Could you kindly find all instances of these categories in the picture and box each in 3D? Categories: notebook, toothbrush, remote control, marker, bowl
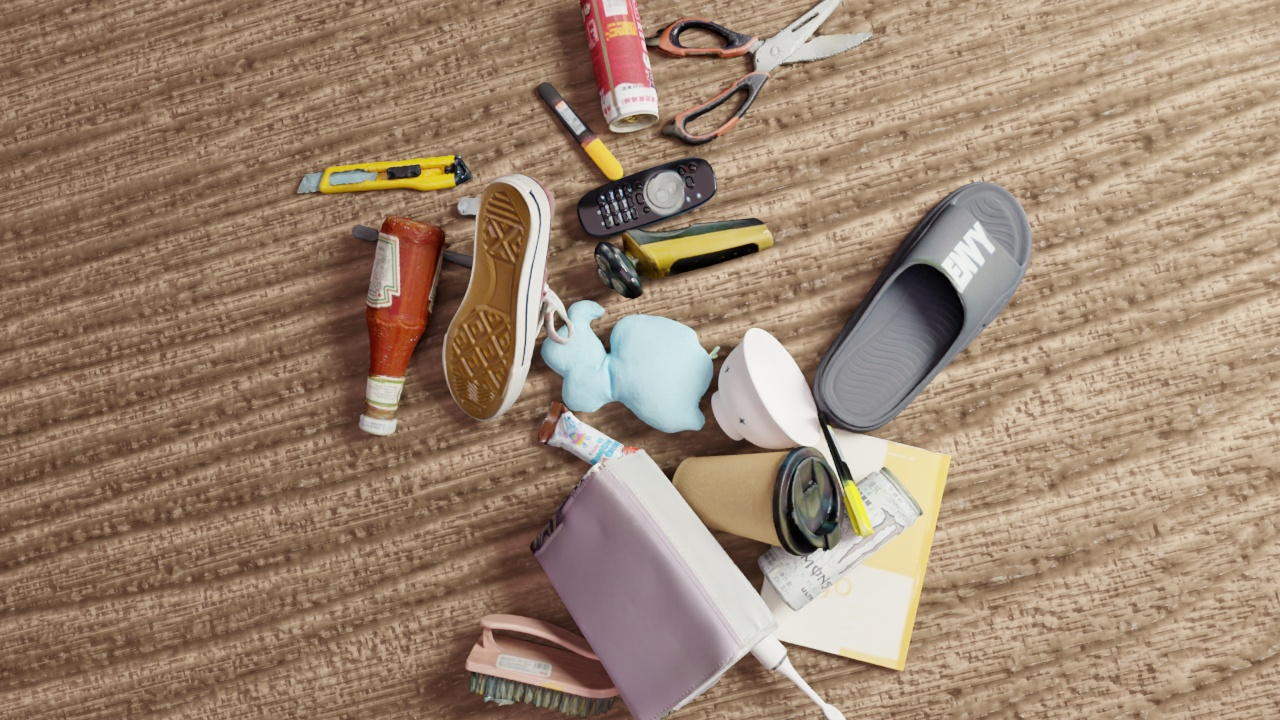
[{"bbox_3d":[0.197,0.172,0.860,0.146,0.010,0.206,14,89,5],"label":"notebook"},{"bbox_3d":[0.105,0.253,0.844,0.221,0.026,0.026,44,68,10],"label":"toothbrush"},{"bbox_3d":[0.006,-0.155,0.880,0.136,0.024,0.053,-18,87,2],"label":"remote control"},{"bbox_3d":[-0.059,-0.223,0.893,0.018,0.015,0.124,-39,83,0],"label":"marker"},{"bbox_3d":[0.178,0.099,0.811,0.015,0.018,0.124,-28,55,19],"label":"marker"},{"bbox_3d":[0.104,0.037,0.834,0.065,0.118,0.118,-30,85,28],"label":"bowl"},{"bbox_3d":[-0.193,-0.103,0.897,0.181,0.018,0.015,16,91,2],"label":"toothbrush"}]

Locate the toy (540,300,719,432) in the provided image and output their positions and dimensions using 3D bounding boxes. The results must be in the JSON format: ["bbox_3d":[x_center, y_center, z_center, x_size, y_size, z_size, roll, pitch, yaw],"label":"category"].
[{"bbox_3d":[-0.005,0.005,0.862,0.156,0.049,0.161,-27,81,12],"label":"toy"}]

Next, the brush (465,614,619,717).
[{"bbox_3d":[-0.084,0.281,0.847,0.145,0.063,0.073,12,98,4],"label":"brush"}]

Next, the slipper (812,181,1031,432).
[{"bbox_3d":[0.264,-0.046,0.829,0.110,0.083,0.268,39,89,3],"label":"slipper"}]

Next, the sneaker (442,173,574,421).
[{"bbox_3d":[-0.115,-0.056,0.843,0.118,0.087,0.241,27,118,24],"label":"sneaker"}]

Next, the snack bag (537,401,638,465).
[{"bbox_3d":[-0.046,0.081,0.872,0.105,0.026,0.045,29,107,5],"label":"snack bag"}]

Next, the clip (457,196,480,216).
[{"bbox_3d":[-0.151,-0.148,0.894,0.058,0.044,0.027,6,89,9],"label":"clip"}]

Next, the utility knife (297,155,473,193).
[{"bbox_3d":[-0.253,-0.180,0.902,0.177,0.015,0.033,-5,84,4],"label":"utility knife"}]

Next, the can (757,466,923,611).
[{"bbox_3d":[0.178,0.160,0.826,0.147,0.058,0.058,-37,86,2],"label":"can"}]

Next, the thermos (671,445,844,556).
[{"bbox_3d":[0.101,0.120,0.807,0.143,0.093,0.093,-2,86,40],"label":"thermos"}]

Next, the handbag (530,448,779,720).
[{"bbox_3d":[0.005,0.199,0.805,0.145,0.098,0.197,-47,69,26],"label":"handbag"}]

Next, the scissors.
[{"bbox_3d":[0.105,-0.289,0.884,0.224,0.015,0.189,17,89,5],"label":"scissors"}]

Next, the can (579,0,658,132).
[{"bbox_3d":[-0.020,-0.289,0.873,0.053,0.053,0.132,-12,87,3],"label":"can"}]

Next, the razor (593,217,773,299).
[{"bbox_3d":[0.041,-0.100,0.863,0.167,0.062,0.067,-12,65,-3],"label":"razor"}]

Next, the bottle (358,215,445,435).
[{"bbox_3d":[-0.231,-0.031,0.869,0.060,0.059,0.206,13,98,4],"label":"bottle"}]
